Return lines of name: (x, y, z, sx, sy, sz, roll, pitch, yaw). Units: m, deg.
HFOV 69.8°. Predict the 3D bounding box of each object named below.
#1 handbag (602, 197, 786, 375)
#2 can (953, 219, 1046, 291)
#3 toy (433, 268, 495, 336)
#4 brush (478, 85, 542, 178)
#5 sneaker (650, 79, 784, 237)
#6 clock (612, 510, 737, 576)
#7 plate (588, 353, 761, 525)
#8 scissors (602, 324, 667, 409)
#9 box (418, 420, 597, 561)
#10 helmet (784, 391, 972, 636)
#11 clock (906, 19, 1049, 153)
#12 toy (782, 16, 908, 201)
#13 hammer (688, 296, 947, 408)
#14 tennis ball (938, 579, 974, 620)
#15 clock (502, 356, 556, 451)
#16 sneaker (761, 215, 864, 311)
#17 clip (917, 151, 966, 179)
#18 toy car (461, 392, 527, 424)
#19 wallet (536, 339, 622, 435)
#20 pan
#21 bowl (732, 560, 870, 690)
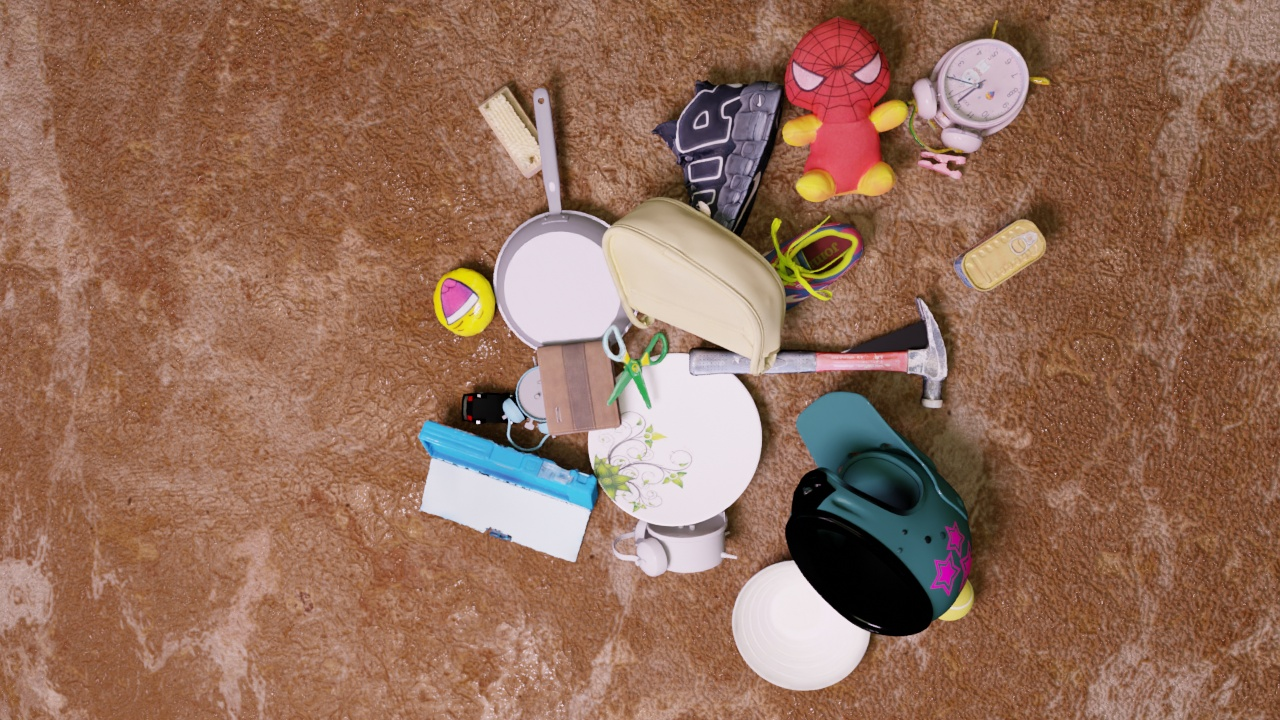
handbag: (0.071, -0.091, 1.123, 0.233, 0.088, 0.191, 25, 143, 22)
can: (0.441, -0.129, 1.132, 0.100, 0.059, 0.054, -34, 90, 11)
toy: (-0.240, -0.079, 1.249, 0.096, 0.041, 0.094, -36, 87, 24)
brush: (-0.166, -0.303, 1.215, 0.049, 0.039, 0.117, -33, 94, 11)
sneaker: (0.076, -0.244, 1.162, 0.151, 0.097, 0.252, 21, 98, 11)
clock: (0.042, 0.233, 1.205, 0.159, 0.119, 0.061, -5, 104, -1)
plate: (0.046, 0.105, 1.217, 0.229, 0.030, 0.229, -3, 75, 10)
scissors: (-0.012, 0.005, 1.199, 0.130, 0.011, 0.125, 45, 67, -23)
box: (-0.182, 0.170, 1.267, 0.243, 0.070, 0.171, 18, 131, 6)
helmet: (0.287, 0.185, 1.118, 0.275, 0.199, 0.177, 48, 138, -14)
clock: (0.398, -0.321, 1.118, 0.158, 0.058, 0.117, -40, 89, 11)
toy: (0.244, -0.306, 1.124, 0.147, 0.098, 0.216, -5, 96, -1)
hammer: (0.226, -0.008, 1.182, 0.326, 0.036, 0.140, -1, 97, 5)
tennis ball: (0.395, 0.301, 1.182, 0.065, 0.065, 0.065, 1, 96, 8)
clock: (-0.139, 0.063, 1.236, 0.087, 0.042, 0.123, 22, 84, -13)
sneaker: (0.165, -0.108, 1.160, 0.242, 0.091, 0.116, -27, 94, 11)
clip: (0.380, -0.251, 1.147, 0.060, 0.023, 0.044, 36, 95, 2)
toy car: (-0.200, 0.065, 1.262, 0.091, 0.036, 0.042, 2, 94, -15)
wallet: (-0.080, 0.036, 1.208, 0.099, 0.027, 0.121, -7, 96, 4)
pan: (-0.109, -0.172, 1.200, 0.201, 0.050, 0.357, -5, 105, 8)
bowl: (0.212, 0.342, 1.218, 0.177, 0.057, 0.177, 1, 97, 9)
